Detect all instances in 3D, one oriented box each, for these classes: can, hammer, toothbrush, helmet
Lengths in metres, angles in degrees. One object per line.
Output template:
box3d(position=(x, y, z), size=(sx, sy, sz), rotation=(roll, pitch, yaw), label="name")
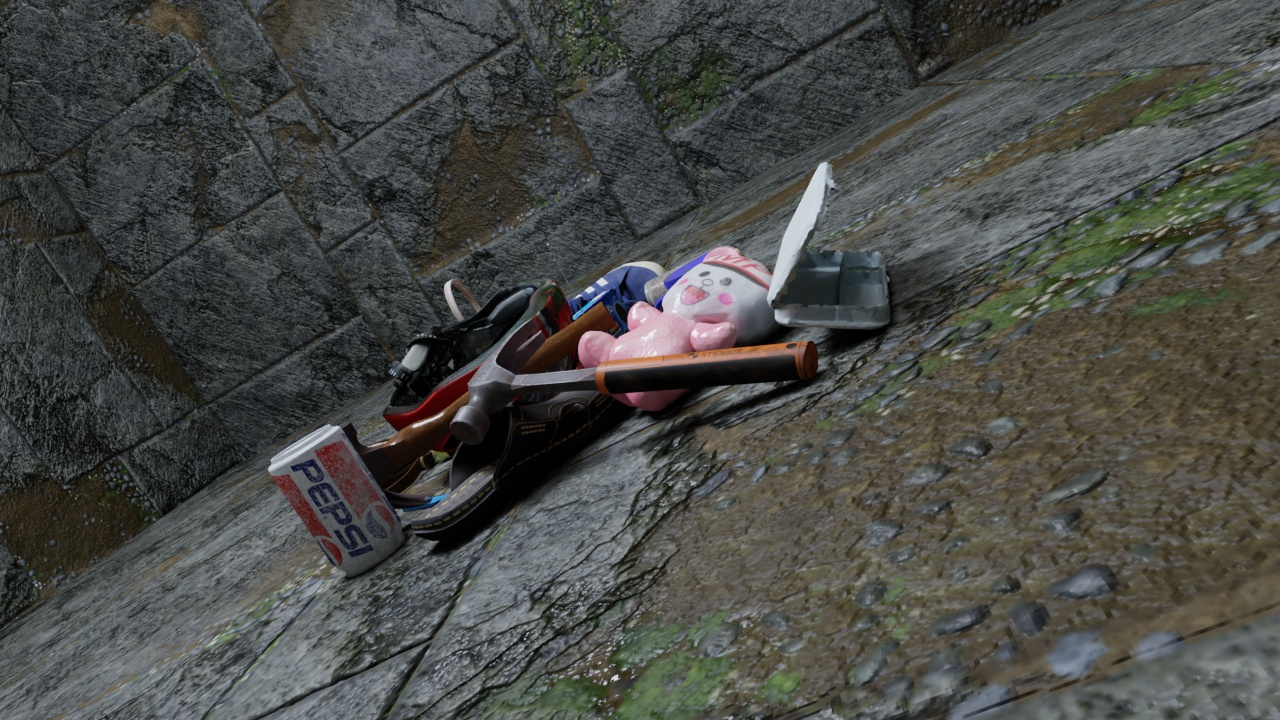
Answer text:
box3d(position=(-0.297, 0.137, 0.902), size=(0.078, 0.136, 0.078), rotation=(-29, 10, 6), label="can")
box3d(position=(-0.005, 0.004, 0.771), size=(0.315, 0.035, 0.137), rotation=(-5, 40, 28), label="hammer")
box3d(position=(-0.166, 0.041, 0.945), size=(0.323, 0.115, 0.033), rotation=(-33, 11, 4), label="hammer")
box3d(position=(-0.222, 0.148, 0.990), size=(0.016, 0.014, 0.167), rotation=(-38, 12, -38), label="toothbrush")
box3d(position=(-0.055, -0.048, 0.998), size=(0.010, 0.181, 0.010), rotation=(-27, 16, -1), label="toothbrush")
box3d(position=(-0.177, 0.011, 1.079), size=(0.273, 0.167, 0.216), rotation=(-32, 22, 32), label="helmet")
box3d(position=(0.075, -0.117, 1.325), size=(0.136, 0.054, 0.054), rotation=(-24, 12, 31), label="can")

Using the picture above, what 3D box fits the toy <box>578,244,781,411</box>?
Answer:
box3d(position=(0.054, -0.034, 0.881), size=(0.212, 0.084, 0.142), rotation=(-39, 38, -22), label="toy")

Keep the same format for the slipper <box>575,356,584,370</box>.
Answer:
box3d(position=(-0.124, 0.006, 1.278), size=(0.103, 0.059, 0.248), rotation=(-29, 9, 9), label="slipper")

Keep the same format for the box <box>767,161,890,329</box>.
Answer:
box3d(position=(0.160, -0.111, 0.789), size=(0.107, 0.125, 0.215), rotation=(-2, 18, 12), label="box")

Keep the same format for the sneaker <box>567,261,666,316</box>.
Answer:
box3d(position=(-0.078, -0.080, 1.414), size=(0.234, 0.091, 0.118), rotation=(-27, -6, 29), label="sneaker")

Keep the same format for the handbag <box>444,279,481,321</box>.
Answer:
box3d(position=(-0.229, -0.030, 1.344), size=(0.062, 0.198, 0.175), rotation=(-28, 10, 11), label="handbag")

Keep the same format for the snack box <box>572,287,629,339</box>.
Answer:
box3d(position=(-0.049, -0.040, 1.221), size=(0.027, 0.082, 0.150), rotation=(-27, 11, 23), label="snack box")

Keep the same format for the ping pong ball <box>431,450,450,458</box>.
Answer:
box3d(position=(-0.258, 0.108, 1.206), size=(0.040, 0.040, 0.040), rotation=(-29, 10, 6), label="ping pong ball")

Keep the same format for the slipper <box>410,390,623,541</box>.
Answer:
box3d(position=(-0.115, 0.073, 0.875), size=(0.267, 0.076, 0.113), rotation=(-37, 13, -35), label="slipper")

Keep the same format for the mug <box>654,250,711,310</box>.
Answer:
box3d(position=(0.066, -0.063, 1.006), size=(0.111, 0.083, 0.079), rotation=(-26, 11, 23), label="mug")

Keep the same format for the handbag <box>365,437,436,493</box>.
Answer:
box3d(position=(-0.347, 0.158, 1.207), size=(0.139, 0.063, 0.166), rotation=(5, 30, 44), label="handbag")
